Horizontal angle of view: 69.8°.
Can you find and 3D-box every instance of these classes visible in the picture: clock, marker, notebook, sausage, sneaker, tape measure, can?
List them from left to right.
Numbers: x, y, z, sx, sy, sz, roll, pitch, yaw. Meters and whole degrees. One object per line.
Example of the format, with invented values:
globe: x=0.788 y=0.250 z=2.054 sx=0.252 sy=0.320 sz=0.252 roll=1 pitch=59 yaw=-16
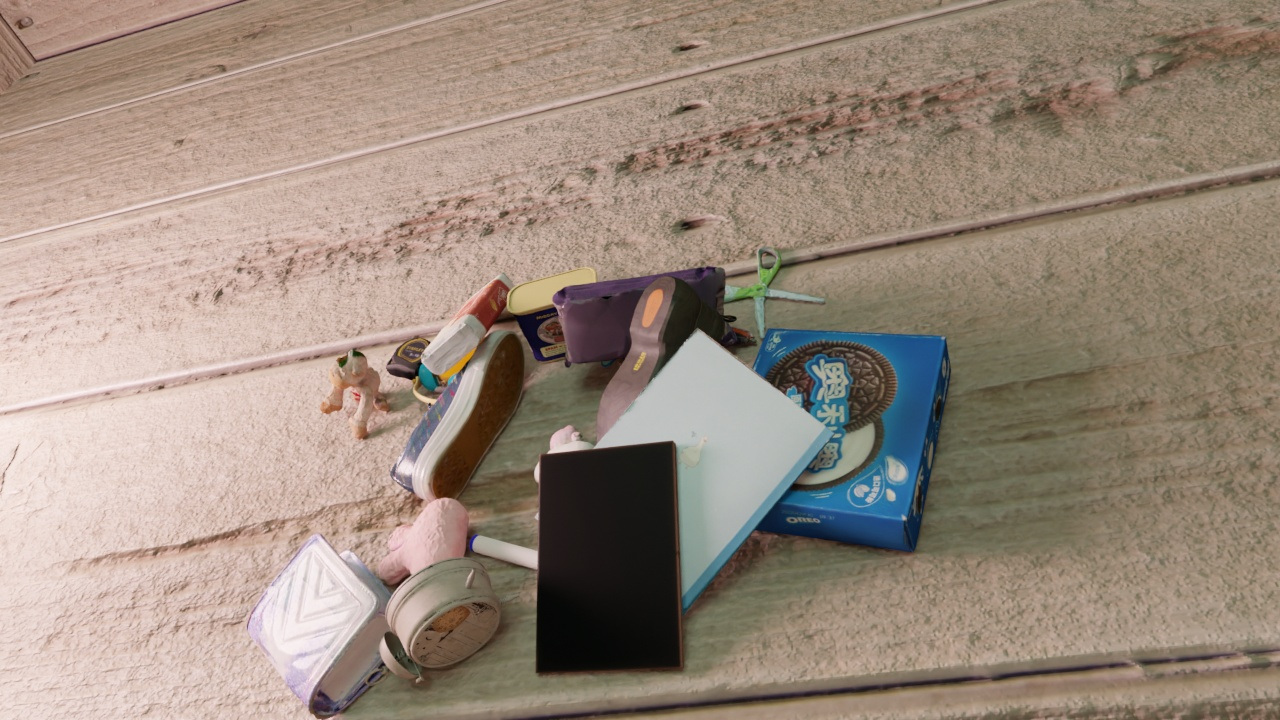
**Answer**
tape measure: x=-0.299 y=0.000 z=1.220 sx=0.062 sy=0.034 sz=0.061 roll=14 pitch=55 yaw=32
clock: x=-0.196 y=0.258 z=0.868 sx=0.157 sy=0.103 sz=0.061 roll=-42 pitch=51 yaw=-1
sneaker: x=-0.214 y=0.063 z=1.087 sx=0.079 sy=0.087 sz=0.234 roll=6 pitch=55 yaw=29
clock: x=-0.230 y=0.012 z=1.175 sx=0.099 sy=0.044 sz=0.129 roll=15 pitch=46 yaw=34
marker: x=-0.115 y=0.204 z=0.942 sx=0.142 sy=0.020 sz=0.020 roll=8 pitch=49 yaw=29
can: x=-0.096 y=-0.055 z=1.150 sx=0.116 sy=0.092 sz=0.056 roll=-14 pitch=42 yaw=8
notebook: x=-0.032 y=0.184 z=0.870 sx=0.141 sy=0.008 sz=0.208 roll=-7 pitch=68 yaw=16
sneaker: x=0.042 y=0.040 z=1.005 sx=0.101 sy=0.142 sz=0.238 roll=9 pitch=80 yaw=56
notebook: x=0.038 y=0.113 z=0.885 sx=0.181 sy=0.009 sz=0.253 roll=40 pitch=88 yaw=27
sausage: x=0.072 y=-0.040 z=1.121 sx=0.155 sy=0.020 sz=0.020 roll=14 pitch=52 yaw=33

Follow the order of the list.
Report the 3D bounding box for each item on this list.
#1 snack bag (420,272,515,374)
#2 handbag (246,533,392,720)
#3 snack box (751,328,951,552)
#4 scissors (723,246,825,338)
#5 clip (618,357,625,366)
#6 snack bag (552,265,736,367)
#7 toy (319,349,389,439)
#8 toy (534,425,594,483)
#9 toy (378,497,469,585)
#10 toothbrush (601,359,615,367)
snack bag: x=-0.213 y=-0.050 z=1.160 sx=0.078 sy=0.041 sz=0.224 roll=-37 pitch=12 yaw=15
handbag: x=-0.319 y=0.267 z=0.930 sx=0.159 sy=0.069 sz=0.126 roll=28 pitch=75 yaw=41
snack box: x=0.195 y=0.070 z=0.927 sx=0.196 sy=0.056 sz=0.238 roll=3 pitch=47 yaw=27
scissors: x=0.144 y=-0.084 z=1.145 sx=0.172 sy=0.023 sz=0.171 roll=-3 pitch=42 yaw=12
clip: x=-0.003 y=0.011 z=1.101 sx=0.026 sy=0.059 sz=0.052 roll=-36 pitch=84 yaw=-15
snack bag: x=0.003 y=-0.048 z=1.068 sx=0.205 sy=0.096 sz=0.058 roll=-8 pitch=17 yaw=7
toy: x=-0.362 y=0.034 z=1.164 sx=0.074 sy=0.106 sz=0.085 roll=-23 pitch=45 yaw=-33
toy: x=-0.080 y=0.118 z=1.002 sx=0.079 sy=0.038 sz=0.122 roll=-35 pitch=36 yaw=19
toy: x=-0.231 y=0.198 z=0.976 sx=0.105 sy=0.053 sz=0.108 roll=-18 pitch=41 yaw=20
toothbrush: x=-0.016 y=-0.042 z=1.161 sx=0.022 sy=0.017 sz=0.134 roll=18 pitch=53 yaw=20
